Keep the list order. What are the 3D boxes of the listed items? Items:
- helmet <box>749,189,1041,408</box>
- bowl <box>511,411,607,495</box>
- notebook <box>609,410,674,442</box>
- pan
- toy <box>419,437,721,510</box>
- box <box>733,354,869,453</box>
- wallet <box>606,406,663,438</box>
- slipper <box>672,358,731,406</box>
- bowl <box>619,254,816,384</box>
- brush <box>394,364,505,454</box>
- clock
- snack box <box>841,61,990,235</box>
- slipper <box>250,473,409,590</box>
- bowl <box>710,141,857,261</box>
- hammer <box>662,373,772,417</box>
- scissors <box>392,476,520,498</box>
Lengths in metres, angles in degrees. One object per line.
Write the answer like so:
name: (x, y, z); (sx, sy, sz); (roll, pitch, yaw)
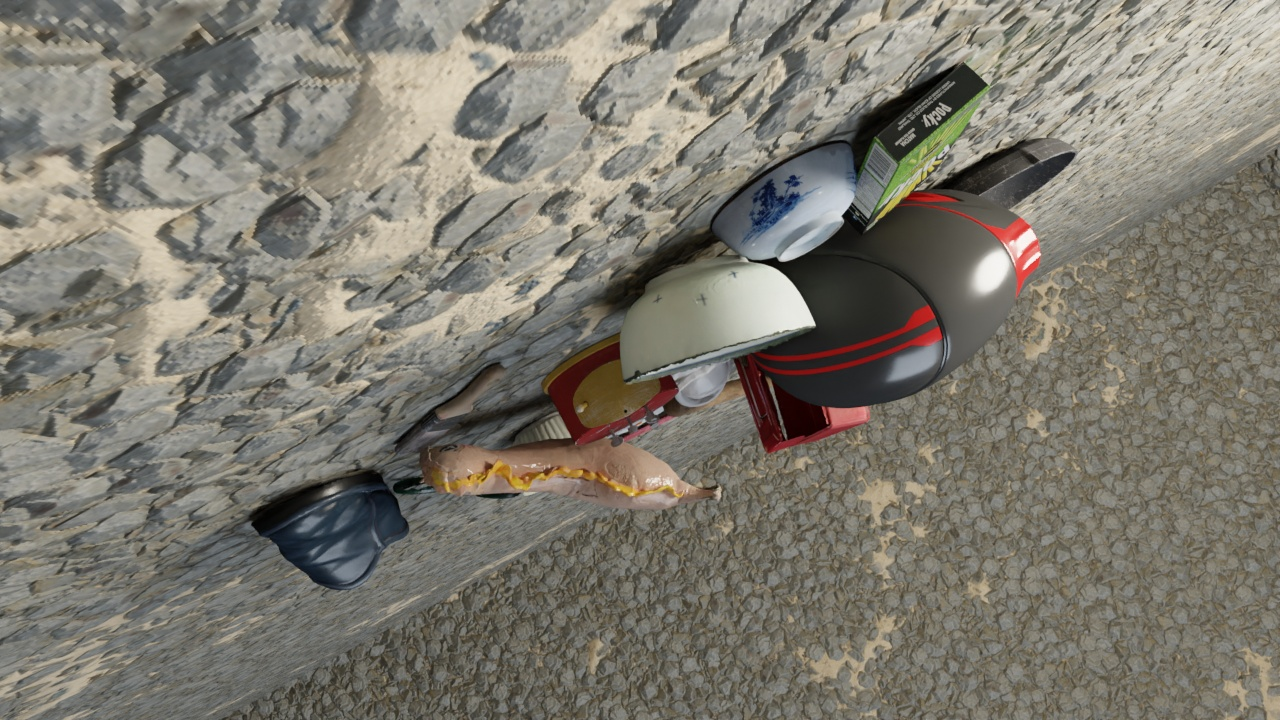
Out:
helmet: (0.195, -0.043, 0.798); (0.265, 0.164, 0.169); (-12, -157, 42)
bowl: (-0.093, 0.097, 1.030); (0.115, 0.062, 0.115); (-27, 169, -6)
notebook: (-0.046, 0.115, 1.275); (0.208, 0.012, 0.153); (-26, -179, -8)
pan: (0.293, -0.142, 0.959); (0.356, 0.040, 0.208); (-24, 169, -14)
toy: (-0.070, 0.108, 0.868); (0.196, 0.065, 0.263); (9, -178, 41)
box: (0.167, 0.012, 1.002); (0.112, 0.157, 0.135); (-16, 170, -8)
wallet: (-0.010, 0.068, 1.173); (0.115, 0.037, 0.118); (-33, 172, 22)
slipper: (0.061, 0.003, 0.989); (0.112, 0.074, 0.247); (-43, 169, -8)
bowl: (0.052, -0.035, 0.712); (0.153, 0.073, 0.153); (-16, 176, -1)
brush: (-0.156, 0.043, 0.759); (0.152, 0.012, 0.038); (-37, 166, 37)
clock: (-0.022, 0.037, 0.880); (0.117, 0.081, 0.159); (-28, 169, -3)
snack box: (0.195, -0.149, 0.671); (0.080, 0.025, 0.147); (-40, 170, -4)
slipper: (-0.276, 0.173, 0.876); (0.109, 0.083, 0.266); (-24, 167, -9)
bowl: (0.111, -0.104, 0.660); (0.114, 0.045, 0.114); (-27, 169, -6)
hammer: (0.130, 0.037, 1.219); (0.129, 0.040, 0.320); (2, -172, 36)
scissors: (-0.158, 0.126, 0.979); (0.142, 0.015, 0.209); (0, -178, 18)
